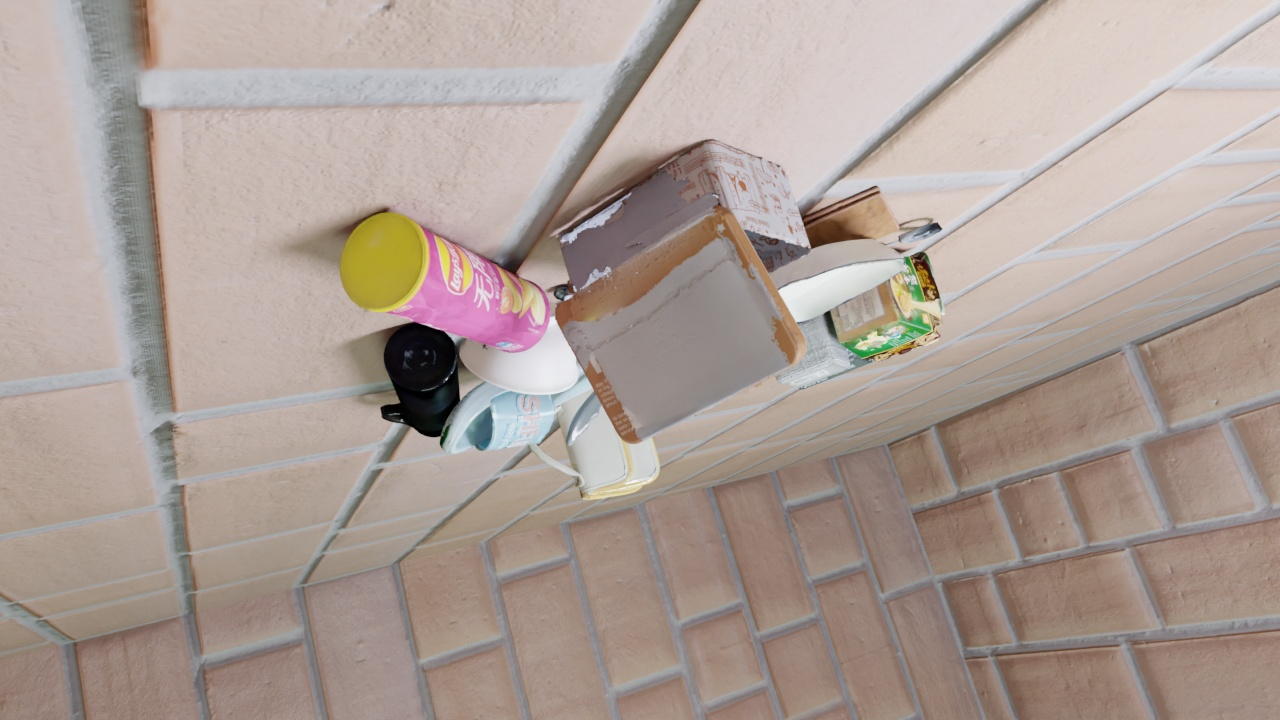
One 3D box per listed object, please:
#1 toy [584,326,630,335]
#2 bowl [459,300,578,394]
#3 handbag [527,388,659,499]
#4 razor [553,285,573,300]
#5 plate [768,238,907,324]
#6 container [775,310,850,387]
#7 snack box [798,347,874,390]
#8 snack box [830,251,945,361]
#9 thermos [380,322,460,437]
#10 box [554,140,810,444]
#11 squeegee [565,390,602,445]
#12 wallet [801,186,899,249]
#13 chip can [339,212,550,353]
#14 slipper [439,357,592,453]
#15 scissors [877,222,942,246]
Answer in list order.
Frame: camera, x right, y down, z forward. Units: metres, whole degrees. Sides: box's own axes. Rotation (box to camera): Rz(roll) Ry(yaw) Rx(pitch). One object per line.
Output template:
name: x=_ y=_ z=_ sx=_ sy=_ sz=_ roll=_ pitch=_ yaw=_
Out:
toy: x=-0.005 y=-0.049 z=0.948 sx=0.157 sy=0.105 sz=0.066 roll=-15 pitch=123 yaw=4
bowl: x=-0.109 y=-0.025 z=0.881 sx=0.118 sy=0.118 sz=0.065 roll=-5 pitch=125 yaw=-39
handbag: x=-0.072 y=0.108 z=1.265 sx=0.178 sy=0.163 sz=0.063 roll=-8 pitch=162 yaw=-31
razor: x=-0.016 y=-0.076 z=0.909 sx=0.142 sy=0.022 sz=0.043 roll=-13 pitch=164 yaw=-13
plate: x=0.161 y=-0.073 z=0.969 sx=0.161 sy=0.034 sz=0.266 roll=-10 pitch=170 yaw=-25
container: x=0.198 y=-0.033 z=1.130 sx=0.090 sy=0.114 sz=0.090 roll=-24 pitch=165 yaw=24
snack box: x=0.272 y=-0.024 z=1.301 sx=0.113 sy=0.053 sz=0.125 roll=-24 pitch=-152 yaw=27
snack box: x=0.283 y=-0.068 z=1.092 sx=0.118 sy=0.117 sz=0.105 roll=-24 pitch=161 yaw=35
thermos: x=-0.237 y=0.033 z=0.978 sx=0.090 sy=0.068 sz=0.243 roll=-13 pitch=166 yaw=-14
box: x=0.047 y=-0.046 z=0.744 sx=0.184 sy=0.193 sz=0.156 roll=-26 pitch=164 yaw=35
squeegee: x=-0.006 y=0.006 z=1.086 sx=0.249 sy=0.040 sz=0.248 roll=-43 pitch=175 yaw=-19
wallet: x=0.209 y=-0.137 z=0.945 sx=0.101 sy=0.020 sz=0.115 roll=-24 pitch=162 yaw=20
chip can: x=-0.146 y=-0.055 z=0.738 sx=0.071 sy=0.071 sz=0.210 roll=-21 pitch=166 yaw=16
slipper: x=-0.120 y=0.054 z=1.045 sx=0.244 sy=0.074 sz=0.104 roll=-24 pitch=161 yaw=-37
scissors: x=0.265 y=-0.124 z=1.009 sx=0.159 sy=0.014 sz=0.175 roll=-22 pitch=176 yaw=-3
